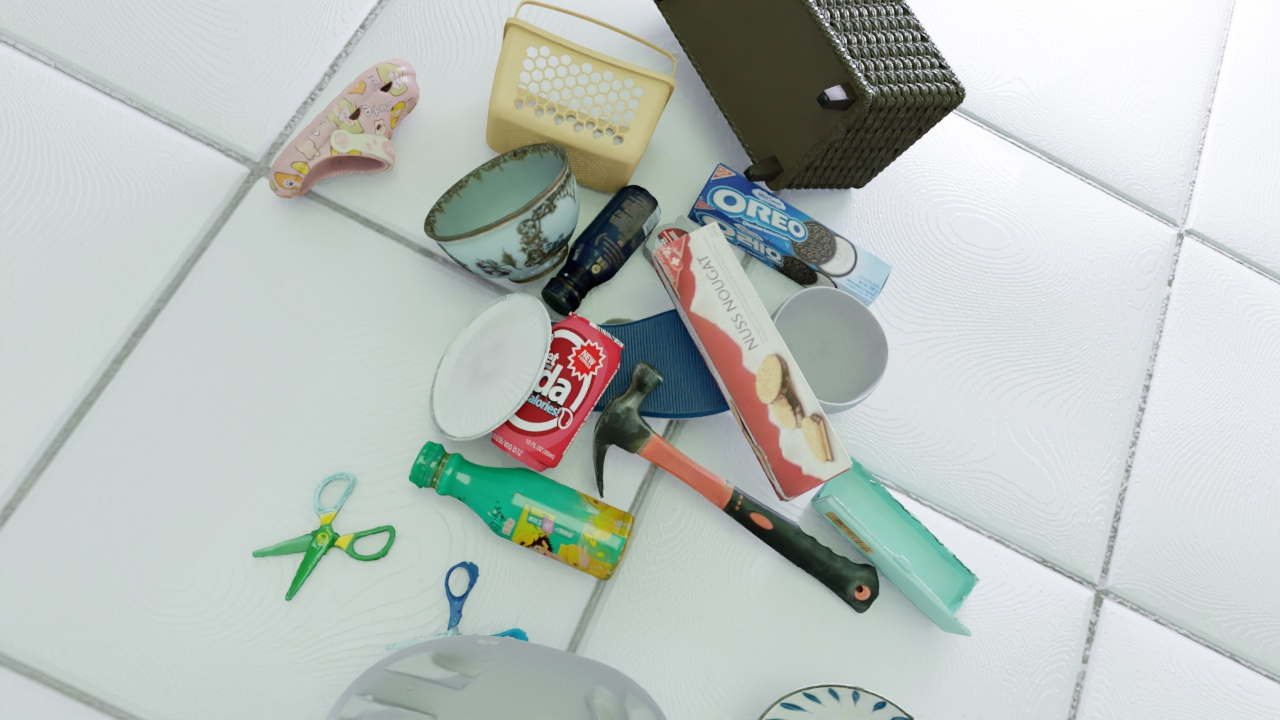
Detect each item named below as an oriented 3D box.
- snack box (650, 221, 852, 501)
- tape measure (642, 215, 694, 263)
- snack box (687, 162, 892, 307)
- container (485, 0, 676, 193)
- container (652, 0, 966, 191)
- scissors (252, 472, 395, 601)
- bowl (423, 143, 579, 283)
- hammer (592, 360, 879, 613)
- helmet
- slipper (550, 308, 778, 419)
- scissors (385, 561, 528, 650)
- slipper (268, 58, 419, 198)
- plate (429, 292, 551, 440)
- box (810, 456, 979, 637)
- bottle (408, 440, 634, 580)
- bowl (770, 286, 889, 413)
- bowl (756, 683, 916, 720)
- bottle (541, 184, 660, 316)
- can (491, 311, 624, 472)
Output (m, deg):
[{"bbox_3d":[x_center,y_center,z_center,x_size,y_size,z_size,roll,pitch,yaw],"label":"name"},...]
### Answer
[{"bbox_3d":[0.103,-0.001,0.884,0.076,0.044,0.273,-26,81,-8],"label":"snack box"},{"bbox_3d":[0.039,-0.121,1.007,0.062,0.020,0.060,-31,75,-21],"label":"tape measure"},{"bbox_3d":[0.165,-0.133,1.020,0.226,0.060,0.059,32,71,-1],"label":"snack box"},{"bbox_3d":[-0.064,-0.290,0.984,0.183,0.129,0.166,18,76,-8],"label":"container"},{"bbox_3d":[0.155,-0.351,0.996,0.204,0.177,0.321,-20,76,-40],"label":"container"},{"bbox_3d":[-0.292,0.156,0.842,0.127,0.012,0.121,-9,72,-17],"label":"scissors"},{"bbox_3d":[-0.125,-0.136,0.925,0.159,0.160,0.094,-45,127,-22],"label":"bowl"},{"bbox_3d":[0.099,0.145,0.903,0.333,0.033,0.133,34,99,-6],"label":"hammer"},{"bbox_3d":[-0.118,0.341,0.720,0.282,0.184,0.223,14,54,-22],"label":"helmet"},{"bbox_3d":[-0.006,0.005,0.936,0.295,0.060,0.118,-2,77,1],"label":"slipper"},{"bbox_3d":[-0.169,0.244,0.841,0.127,0.014,0.129,-8,77,-11],"label":"scissors"},{"bbox_3d":[-0.287,-0.225,0.937,0.081,0.093,0.196,43,68,-7],"label":"slipper"},{"bbox_3d":[-0.142,0.006,0.871,0.014,0.157,0.156,37,61,-42],"label":"plate"},{"bbox_3d":[0.262,0.183,0.920,0.187,0.110,0.078,43,85,7],"label":"box"},{"bbox_3d":[-0.112,0.136,0.859,0.209,0.068,0.068,24,68,-4],"label":"bottle"},{"bbox_3d":[0.190,-0.006,0.977,0.131,0.064,0.131,4,71,-11],"label":"bowl"},{"bbox_3d":[0.187,0.364,0.831,0.177,0.070,0.177,2,97,19],"label":"bowl"},{"bbox_3d":[-0.042,-0.116,0.967,0.056,0.056,0.160,38,70,2],"label":"bottle"},{"bbox_3d":[-0.079,0.030,0.867,0.074,0.074,0.142,32,85,0],"label":"can"}]
